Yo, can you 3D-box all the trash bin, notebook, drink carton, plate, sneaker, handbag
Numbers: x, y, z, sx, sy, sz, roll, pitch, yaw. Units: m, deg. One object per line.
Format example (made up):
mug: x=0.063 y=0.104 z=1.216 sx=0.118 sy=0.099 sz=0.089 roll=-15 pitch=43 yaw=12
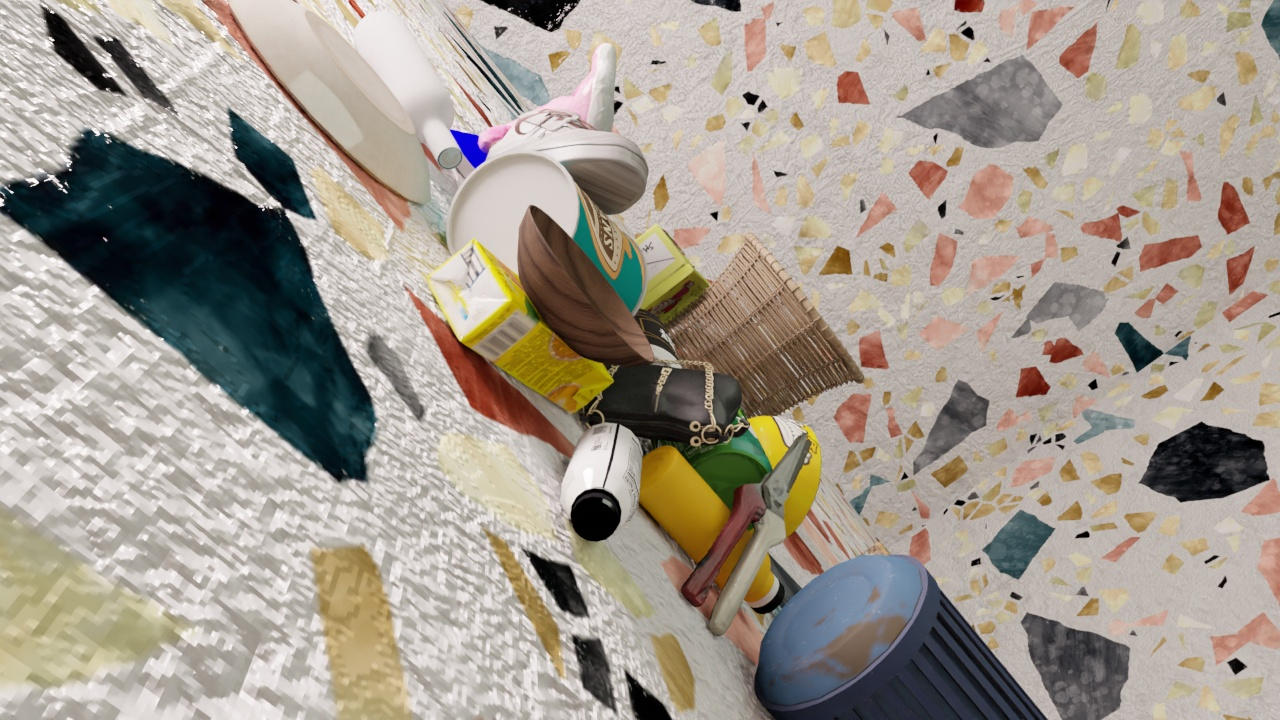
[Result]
trash bin: x=0.189 y=0.245 z=0.560 sx=0.249 sy=0.139 sz=0.139 roll=50 pitch=8 yaw=-5
notebook: x=-0.127 y=-0.154 z=0.974 sx=0.209 sy=0.022 sz=0.171 roll=51 pitch=9 yaw=-7
drink carton: x=-0.070 y=-0.018 z=0.577 sx=0.058 sy=0.043 sz=0.134 roll=56 pitch=8 yaw=32
plate: x=-0.204 y=-0.191 z=0.640 sx=0.189 sy=0.027 sz=0.188 roll=51 pitch=7 yaw=-10
sneaker: x=-0.066 y=-0.171 z=0.753 sx=0.099 sy=0.089 sz=0.237 roll=21 pitch=-10 yaw=-33
handbag: x=0.014 y=0.034 z=0.651 sx=0.079 sy=0.128 sz=0.054 roll=-63 pitch=159 yaw=-65

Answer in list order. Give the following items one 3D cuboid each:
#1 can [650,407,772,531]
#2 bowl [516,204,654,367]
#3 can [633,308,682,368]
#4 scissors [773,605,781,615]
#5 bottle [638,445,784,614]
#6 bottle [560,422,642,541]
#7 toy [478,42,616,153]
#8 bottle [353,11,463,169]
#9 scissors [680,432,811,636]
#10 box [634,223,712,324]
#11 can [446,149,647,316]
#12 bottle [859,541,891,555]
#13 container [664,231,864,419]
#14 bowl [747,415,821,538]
can: x=0.054 y=0.075 z=0.737 sx=0.083 sy=0.083 sz=0.144 roll=50 pitch=8 yaw=-19
bowl: x=-0.040 y=-0.037 z=0.554 sx=0.119 sy=0.032 sz=0.119 roll=51 pitch=9 yaw=-11
can: x=-0.005 y=0.004 z=0.760 sx=0.072 sy=0.072 sz=0.128 roll=50 pitch=8 yaw=-17
scissors: x=0.100 y=0.184 z=0.780 sx=0.118 sy=0.015 sz=0.139 roll=50 pitch=2 yaw=-16
bottle: x=0.050 y=0.123 z=0.643 sx=0.143 sy=0.043 sz=0.043 roll=49 pitch=8 yaw=-21
bottle: x=-0.020 y=0.066 z=0.491 sx=0.041 sy=0.041 sz=0.116 roll=51 pitch=7 yaw=-7
toy: x=-0.099 y=-0.223 z=0.936 sx=0.127 sy=0.186 sz=0.266 roll=13 pitch=-5 yaw=-18
bottle: x=-0.193 y=-0.227 z=0.780 sx=0.052 sy=0.052 sz=0.195 roll=42 pitch=13 yaw=-54
scissors: x=0.077 y=0.103 z=0.629 sx=0.140 sy=0.015 sz=0.188 roll=27 pitch=49 yaw=-29
box: x=0.019 y=-0.094 z=1.195 sx=0.079 sy=0.124 sz=0.221 roll=54 pitch=6 yaw=11
can: x=-0.064 y=-0.080 z=0.686 sx=0.099 sy=0.099 sz=0.144 roll=55 pitch=8 yaw=22
bottle: x=0.184 y=0.211 z=0.802 sx=0.056 sy=0.105 sz=0.056 roll=51 pitch=8 yaw=-10
container: x=0.124 y=-0.008 z=1.120 sx=0.227 sy=0.196 sz=0.226 roll=51 pitch=8 yaw=-10
bowl: x=0.101 y=0.102 z=0.832 sx=0.067 sy=0.117 sz=0.117 roll=22 pitch=20 yaw=-22
